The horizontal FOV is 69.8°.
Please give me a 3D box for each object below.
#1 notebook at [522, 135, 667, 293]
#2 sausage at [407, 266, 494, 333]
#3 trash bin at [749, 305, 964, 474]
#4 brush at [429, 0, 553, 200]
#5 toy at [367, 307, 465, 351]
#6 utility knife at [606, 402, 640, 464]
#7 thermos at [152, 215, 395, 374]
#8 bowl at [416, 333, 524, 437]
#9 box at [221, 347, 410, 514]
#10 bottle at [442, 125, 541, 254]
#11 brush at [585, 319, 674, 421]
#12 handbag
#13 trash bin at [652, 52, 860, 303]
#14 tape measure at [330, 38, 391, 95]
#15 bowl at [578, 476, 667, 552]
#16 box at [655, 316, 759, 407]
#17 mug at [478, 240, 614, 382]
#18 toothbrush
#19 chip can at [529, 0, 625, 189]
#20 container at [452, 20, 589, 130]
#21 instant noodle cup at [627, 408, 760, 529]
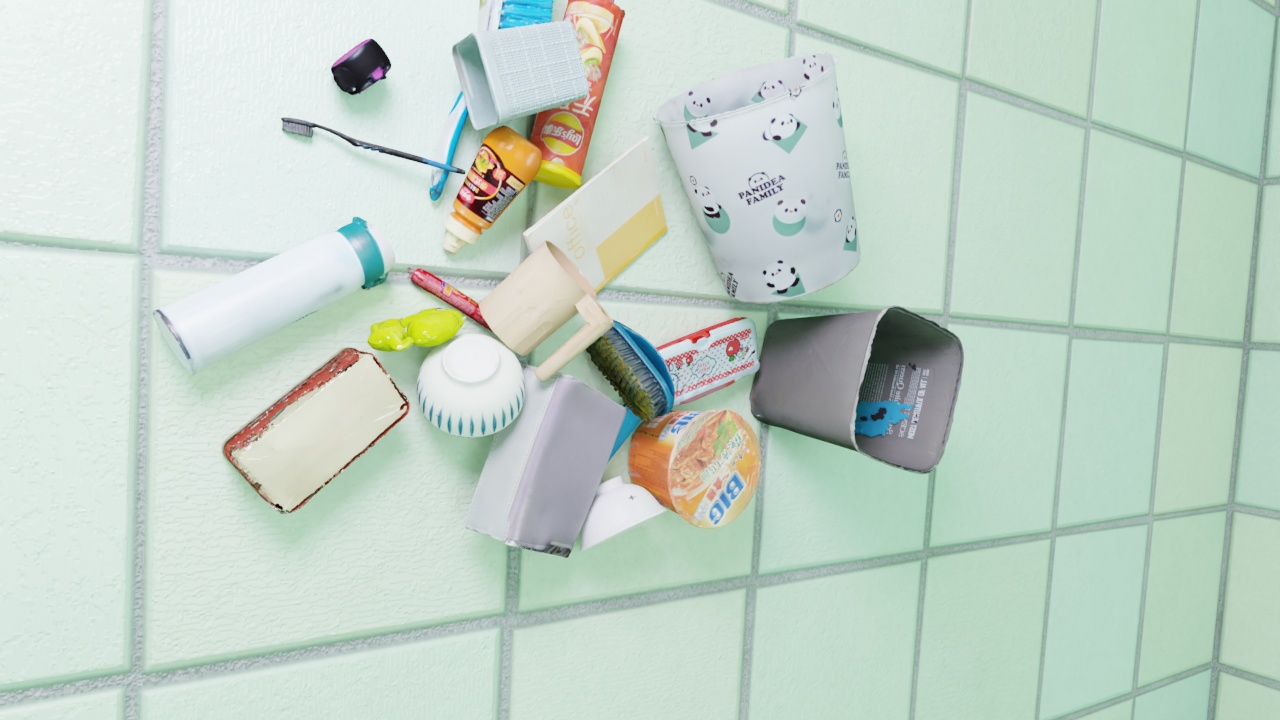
[{"bbox_3d":[-0.047,-0.154,1.098,0.205,0.010,0.146,-43,142,-25],"label":"notebook"},{"bbox_3d":[-0.196,-0.062,1.028,0.155,0.020,0.020,34,74,-34],"label":"sausage"},{"bbox_3d":[0.289,0.034,1.264,0.198,0.220,0.199,19,83,-35],"label":"trash bin"},{"bbox_3d":[-0.162,-0.324,1.011,0.109,0.061,0.314,6,94,-31],"label":"brush"},{"bbox_3d":[-0.235,-0.032,0.969,0.100,0.096,0.031,-5,116,-7],"label":"toy"},{"bbox_3d":[-0.054,0.123,1.149,0.185,0.018,0.034,-53,128,-18],"label":"utility knife"},{"bbox_3d":[-0.345,-0.067,0.892,0.223,0.073,0.073,-33,113,-29],"label":"thermos"},{"bbox_3d":[-0.180,0.017,0.980,0.116,0.066,0.116,5,54,-7],"label":"bowl"},{"bbox_3d":[-0.320,0.067,0.916,0.168,0.077,0.091,-44,118,-25],"label":"box"},{"bbox_3d":[-0.169,-0.180,0.998,0.066,0.066,0.149,30,101,-34],"label":"bottle"},{"bbox_3d":[-0.007,0.007,1.117,0.073,0.055,0.144,-26,70,-39],"label":"brush"},{"bbox_3d":[-0.107,0.119,1.061,0.145,0.099,0.196,31,75,-50],"label":"handbag"},{"bbox_3d":[0.162,-0.224,1.154,0.229,0.230,0.252,-35,118,-28],"label":"trash bin"},{"bbox_3d":[-0.280,-0.293,0.922,0.058,0.057,0.039,-37,118,-2],"label":"tape measure"},{"bbox_3d":[-0.034,0.182,1.128,0.118,0.119,0.064,-20,77,-33],"label":"bowl"},{"bbox_3d":[0.080,0.006,1.217,0.200,0.048,0.087,-21,107,-33],"label":"box"},{"bbox_3d":[-0.102,-0.052,1.004,0.104,0.124,0.084,-40,162,10],"label":"mug"},{"bbox_3d":[-0.272,-0.217,0.944,0.189,0.014,0.016,12,88,-26],"label":"toothbrush"},{"bbox_3d":[-0.077,-0.311,1.059,0.073,0.073,0.216,18,83,-36],"label":"chip can"},{"bbox_3d":[-0.123,-0.300,0.958,0.111,0.090,0.090,-21,106,-24],"label":"container"},{"bbox_3d":[0.062,0.130,1.175,0.151,0.112,0.151,-4,97,-35],"label":"instant noodle cup"}]
